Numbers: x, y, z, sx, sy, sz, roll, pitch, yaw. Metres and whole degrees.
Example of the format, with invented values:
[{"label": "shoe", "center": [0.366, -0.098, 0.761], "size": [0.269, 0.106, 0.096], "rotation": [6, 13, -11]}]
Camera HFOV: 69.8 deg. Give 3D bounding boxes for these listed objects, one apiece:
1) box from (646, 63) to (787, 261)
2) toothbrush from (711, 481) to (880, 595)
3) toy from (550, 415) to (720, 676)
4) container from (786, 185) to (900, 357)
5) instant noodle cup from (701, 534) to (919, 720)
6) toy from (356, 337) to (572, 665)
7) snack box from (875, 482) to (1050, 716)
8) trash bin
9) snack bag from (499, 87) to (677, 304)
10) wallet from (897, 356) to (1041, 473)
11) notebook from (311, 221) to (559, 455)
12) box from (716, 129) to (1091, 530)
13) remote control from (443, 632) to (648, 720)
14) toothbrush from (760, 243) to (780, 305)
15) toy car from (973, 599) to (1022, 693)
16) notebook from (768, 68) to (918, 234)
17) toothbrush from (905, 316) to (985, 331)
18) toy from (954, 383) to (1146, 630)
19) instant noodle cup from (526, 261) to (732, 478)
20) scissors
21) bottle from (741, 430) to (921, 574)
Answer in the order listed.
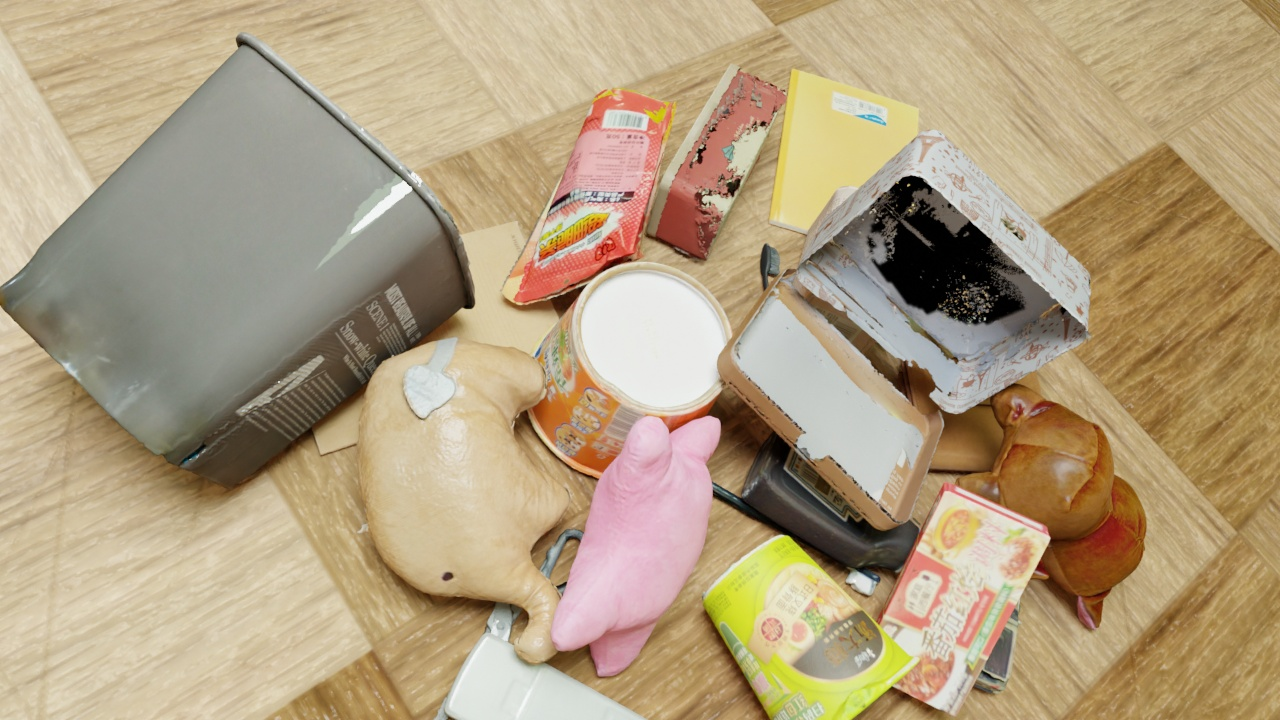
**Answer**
[{"label": "box", "center": [0.077, -0.176, 0.822], "size": [0.077, 0.091, 0.168], "rotation": [26, 60, 3]}, {"label": "toothbrush", "center": [0.105, 0.131, 0.714], "size": [0.181, 0.016, 0.018], "rotation": [31, 69, 2]}, {"label": "toy", "center": [0.003, 0.127, 0.624], "size": [0.075, 0.178, 0.194], "rotation": [22, 93, 23]}, {"label": "container", "center": [0.183, -0.073, 0.800], "size": [0.090, 0.090, 0.110], "rotation": [25, 63, -1]}, {"label": "instant noodle cup", "center": [0.108, 0.192, 0.636], "size": [0.111, 0.112, 0.123], "rotation": [-28, 65, -26]}, {"label": "toy", "center": [-0.117, 0.095, 0.621], "size": [0.143, 0.083, 0.226], "rotation": [-11, 80, -10]}, {"label": "snack box", "center": [0.220, 0.170, 0.652], "size": [0.075, 0.153, 0.025], "rotation": [25, 16, 14]}, {"label": "trash bin", "center": [-0.255, -0.050, 0.608], "size": [0.198, 0.199, 0.219], "rotation": [40, 74, 8]}, {"label": "snack bag", "center": [-0.034, -0.137, 0.765], "size": [0.073, 0.129, 0.207], "rotation": [50, 42, -38]}, {"label": "wallet", "center": [0.292, 0.048, 0.798], "size": [0.131, 0.031, 0.107], "rotation": [6, 63, -13]}, {"label": "notebook", "center": [-0.169, -0.024, 0.727], "size": [0.211, 0.012, 0.149], "rotation": [-18, 70, -22]}, {"label": "box", "center": [0.195, -0.027, 0.647], "size": [0.181, 0.158, 0.204], "rotation": [44, 48, -6]}, {"label": "remote control", "center": [-0.054, 0.240, 0.607], "size": [0.150, 0.021, 0.058], "rotation": [31, 63, -4]}, {"label": "toothbrush", "center": [0.117, -0.022, 0.799], "size": [0.016, 0.014, 0.188], "rotation": [12, 60, -21]}, {"label": "toy car", "center": [0.270, 0.207, 0.706], "size": [0.042, 0.035, 0.090], "rotation": [26, 57, -2]}, {"label": "notebook", "center": [0.208, -0.198, 0.914], "size": [0.146, 0.010, 0.205], "rotation": [15, 60, -6]}, {"label": "toothbrush", "center": [0.293, -0.035, 0.821], "size": [0.189, 0.020, 0.029], "rotation": [-3, 74, -32]}, {"label": "toy", "center": [0.322, 0.115, 0.713], "size": [0.199, 0.131, 0.140], "rotation": [36, 74, -30]}, {"label": "instant noodle cup", "center": [-0.004, 0.004, 0.690], "size": [0.151, 0.112, 0.151], "rotation": [7, 64, -15]}, {"label": "scissors", "center": [-0.098, 0.178, 0.641], "size": [0.163, 0.014, 0.165], "rotation": [-23, 73, -21]}, {"label": "bottle", "center": [0.175, 0.128, 0.713], "size": [0.195, 0.044, 0.079], "rotation": [31, 42, 1]}]
